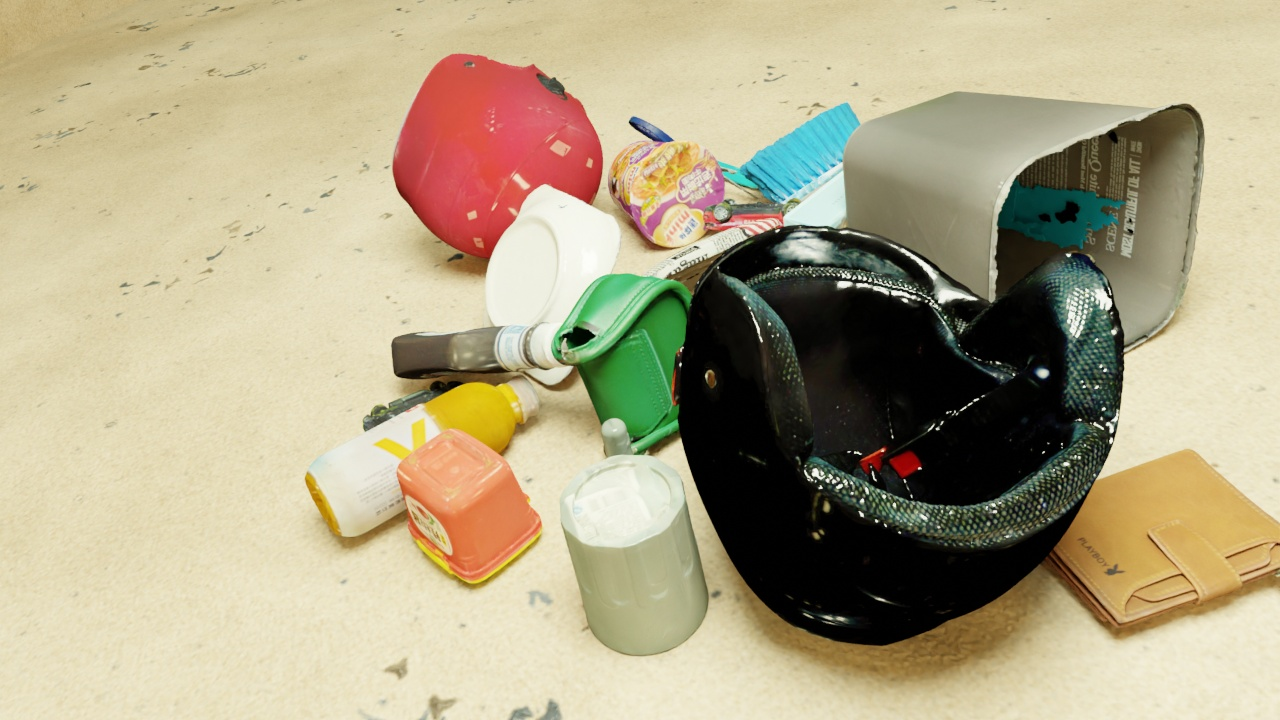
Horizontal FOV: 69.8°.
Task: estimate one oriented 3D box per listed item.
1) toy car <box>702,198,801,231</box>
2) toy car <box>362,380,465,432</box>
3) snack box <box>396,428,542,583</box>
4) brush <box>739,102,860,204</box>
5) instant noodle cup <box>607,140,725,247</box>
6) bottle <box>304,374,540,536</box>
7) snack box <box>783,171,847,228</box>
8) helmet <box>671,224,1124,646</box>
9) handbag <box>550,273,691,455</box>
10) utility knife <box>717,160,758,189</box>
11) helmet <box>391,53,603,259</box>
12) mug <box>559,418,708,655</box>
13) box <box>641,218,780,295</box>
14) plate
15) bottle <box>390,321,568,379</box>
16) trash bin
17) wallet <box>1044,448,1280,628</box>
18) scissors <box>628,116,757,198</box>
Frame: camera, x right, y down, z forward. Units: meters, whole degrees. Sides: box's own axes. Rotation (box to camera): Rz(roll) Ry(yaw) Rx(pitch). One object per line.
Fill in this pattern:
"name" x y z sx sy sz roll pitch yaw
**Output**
"toy car" 0.124 -0.143 0.942 0.121 0.045 0.052 5 16 15
"toy car" -0.187 0.049 0.793 0.048 0.032 0.105 24 38 39
"snack box" -0.126 0.101 0.667 0.091 0.080 0.081 25 50 39
"brush" 0.255 -0.244 1.027 0.313 0.061 0.109 -34 85 -21
"instant noodle cup" 0.021 -0.189 0.992 0.111 0.112 0.099 -23 30 -15
"bottle" -0.167 0.068 0.730 0.189 0.068 0.068 -29 40 -27
"snack box" 0.210 -0.141 0.897 0.052 0.074 0.174 24 49 38
"helmet" 0.136 0.033 0.562 0.233 0.231 0.274 -2 36 -12
"handbag" -0.004 0.004 0.722 0.068 0.131 0.119 9 45 39
"utility knife" 0.077 -0.238 1.111 0.029 0.013 0.221 -35 45 -28
"helmet" -0.129 -0.191 0.963 0.239 0.207 0.144 1 42 -40
"mug" -0.006 0.111 0.602 0.083 0.103 0.123 -11 38 0
"box" 0.063 -0.098 0.876 0.163 0.081 0.075 -27 30 -17
"plate" -0.096 -0.074 0.834 0.034 0.164 0.164 13 13 -44
"bottle" -0.131 -0.008 0.780 0.195 0.044 0.079 -3 2 42
"trash bin" 0.297 -0.118 0.760 0.198 0.199 0.220 -21 31 -14
"wallet" 0.325 0.114 0.572 0.130 0.035 0.119 -17 31 -7
"scissors" 0.057 -0.229 1.045 0.012 0.162 0.176 -58 18 1
